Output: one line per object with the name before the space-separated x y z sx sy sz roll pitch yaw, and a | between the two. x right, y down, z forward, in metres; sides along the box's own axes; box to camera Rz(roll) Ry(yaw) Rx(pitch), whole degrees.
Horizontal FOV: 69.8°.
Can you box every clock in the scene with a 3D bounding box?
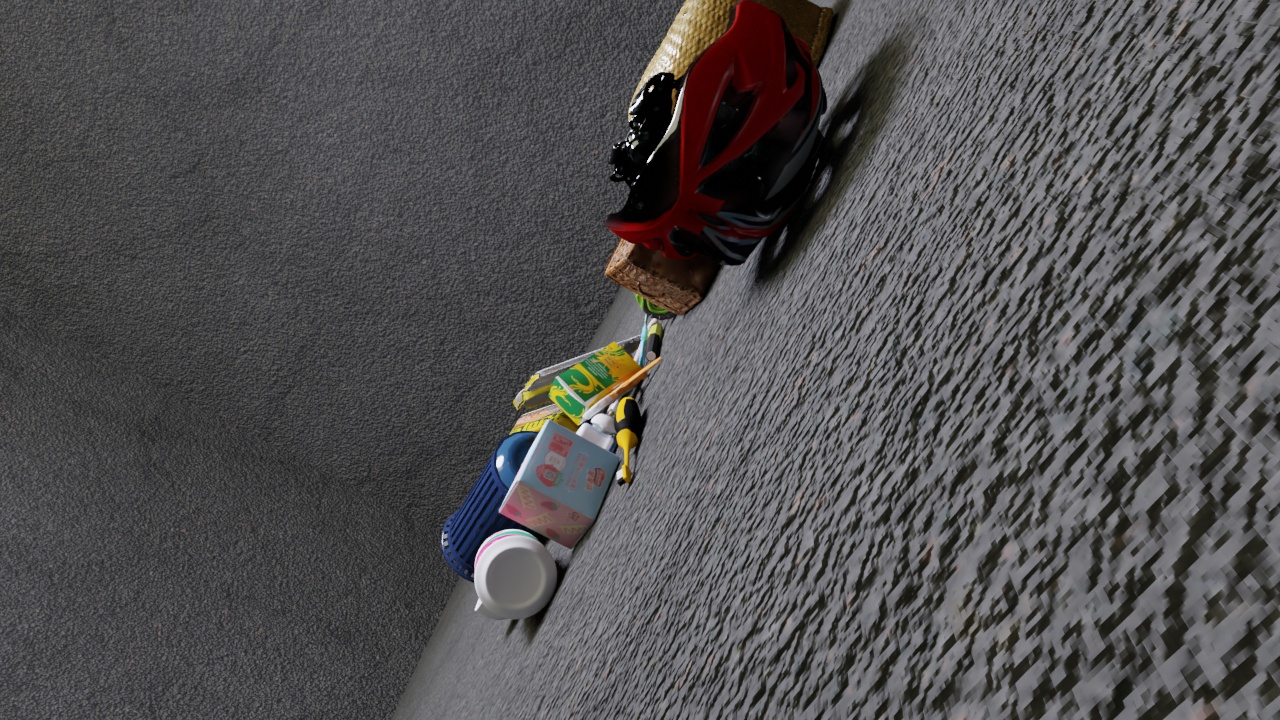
clock | -0.063 0.113 1.145 0.125 0.052 0.089 -61 4 -37

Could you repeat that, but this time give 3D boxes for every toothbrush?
toothbrush | -0.008 0.008 1.337 0.018 0.015 0.180 -38 23 59
toothbrush | -0.014 0.082 0.967 0.031 0.031 0.196 -35 16 11

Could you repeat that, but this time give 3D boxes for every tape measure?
tape measure | 0.027 -0.088 1.241 0.059 0.065 0.035 -32 22 25

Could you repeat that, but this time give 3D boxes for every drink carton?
drink carton | -0.056 0.028 1.216 0.122 0.058 0.041 -33 -21 -39

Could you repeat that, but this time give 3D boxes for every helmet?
helmet | 0.074 -0.196 0.813 0.218 0.167 0.271 -57 7 43

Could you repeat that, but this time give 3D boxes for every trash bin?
trash bin | -0.196 0.219 1.377 0.250 0.139 0.139 -54 9 42

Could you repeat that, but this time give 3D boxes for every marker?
marker | 0.017 -0.024 1.246 0.021 0.017 0.123 -60 6 19

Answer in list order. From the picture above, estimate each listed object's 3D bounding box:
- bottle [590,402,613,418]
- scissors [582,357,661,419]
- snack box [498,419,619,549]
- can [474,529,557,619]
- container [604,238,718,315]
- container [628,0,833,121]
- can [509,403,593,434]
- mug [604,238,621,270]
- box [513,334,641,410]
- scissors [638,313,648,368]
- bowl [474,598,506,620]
bottle | -0.070 0.039 1.345 0.161 0.072 0.046 113 164 -67
scissors | -0.022 0.036 1.155 0.128 0.011 0.125 -39 -4 8
snack box | -0.090 0.139 1.022 0.080 0.095 0.092 -57 8 46
can | -0.146 0.241 1.051 0.088 0.088 0.166 -63 6 -11
container | 0.054 -0.165 1.120 0.198 0.114 0.113 -64 10 -8
container | 0.117 -0.401 1.308 0.307 0.196 0.307 -61 4 6
can | -0.143 0.119 1.459 0.131 0.072 0.100 -19 18 16
mug | 0.005 -0.139 1.437 0.082 0.111 0.117 -59 6 23
box | -0.090 0.017 1.400 0.209 0.023 0.127 -20 -19 -31
scissors | 0.008 -0.048 1.294 0.057 0.015 0.136 88 -168 -72
bowl | -0.169 0.292 1.202 0.105 0.054 0.104 -59 8 13
